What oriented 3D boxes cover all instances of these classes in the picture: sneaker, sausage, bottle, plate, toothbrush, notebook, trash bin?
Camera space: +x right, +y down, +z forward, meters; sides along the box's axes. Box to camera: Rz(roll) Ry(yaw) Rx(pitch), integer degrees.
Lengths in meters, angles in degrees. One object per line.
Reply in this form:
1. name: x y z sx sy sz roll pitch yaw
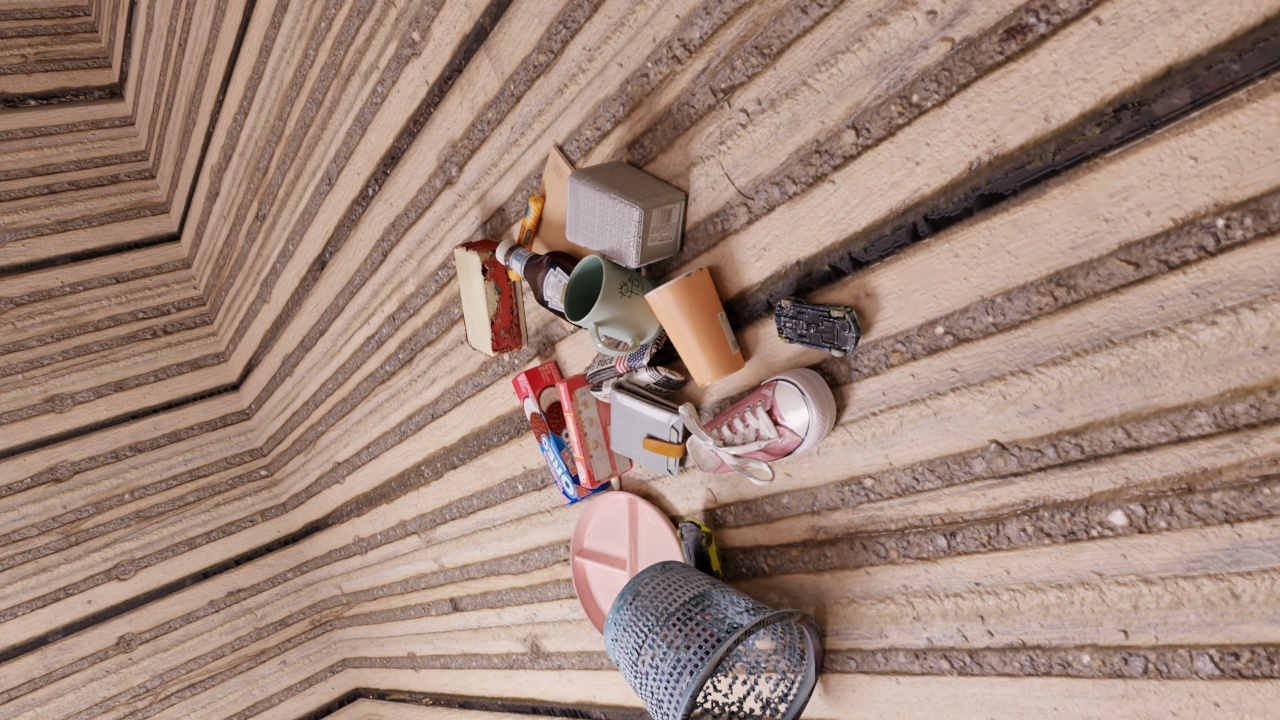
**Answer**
1. sneaker: 0.114 0.081 1.009 0.242 0.087 0.118 -34 79 54
2. sausage: -0.161 -0.170 1.283 0.021 0.021 0.166 50 140 25
3. bottle: -0.119 -0.110 1.221 0.195 0.043 0.080 32 118 33
4. plate: -0.014 0.296 1.287 0.230 0.028 0.229 4 95 44
5. toothbrush: -0.054 0.097 1.291 0.016 0.018 0.191 7 112 53
6. notebook: -0.106 -0.162 1.240 0.149 0.012 0.212 53 141 23
7. trash bin: 0.069 0.345 1.087 0.195 0.226 0.227 30 129 46

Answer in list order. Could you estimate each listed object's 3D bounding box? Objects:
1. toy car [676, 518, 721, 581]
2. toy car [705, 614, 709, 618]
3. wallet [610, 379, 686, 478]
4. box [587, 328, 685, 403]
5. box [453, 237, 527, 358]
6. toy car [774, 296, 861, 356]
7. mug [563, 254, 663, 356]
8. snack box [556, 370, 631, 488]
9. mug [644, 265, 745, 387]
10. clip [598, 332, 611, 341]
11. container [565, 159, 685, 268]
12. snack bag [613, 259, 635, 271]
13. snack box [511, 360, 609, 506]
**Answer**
1. toy car: 0.079 0.245 1.174 0.048 0.032 0.105 12 127 43
2. toy car: 0.087 0.358 1.229 0.107 0.031 0.049 -20 91 52
3. wallet: 0.008 0.091 1.153 0.106 0.036 0.130 24 143 17
4. box: -0.008 0.005 1.171 0.163 0.075 0.087 -18 61 56
5. box: -0.231 -0.092 1.378 0.091 0.078 0.168 20 123 47
6. toy car: 0.178 -0.036 0.917 0.106 0.031 0.049 18 121 49
7. mug: -0.025 -0.055 1.074 0.082 0.106 0.111 -26 53 44
8. snack box: -0.062 0.090 1.251 0.025 0.075 0.153 1 108 52
9. mug: 0.066 -0.036 1.031 0.078 0.078 0.123 -26 91 54
10. clip: -0.052 -0.054 1.219 0.025 0.035 0.058 -9 95 52
11. container: -0.015 -0.167 1.058 0.114 0.090 0.090 31 130 37
12. snack bag: -0.019 -0.096 1.147 0.045 0.026 0.105 27 126 50
13. snack box: -0.117 0.107 1.347 0.057 0.058 0.207 -32 81 56
